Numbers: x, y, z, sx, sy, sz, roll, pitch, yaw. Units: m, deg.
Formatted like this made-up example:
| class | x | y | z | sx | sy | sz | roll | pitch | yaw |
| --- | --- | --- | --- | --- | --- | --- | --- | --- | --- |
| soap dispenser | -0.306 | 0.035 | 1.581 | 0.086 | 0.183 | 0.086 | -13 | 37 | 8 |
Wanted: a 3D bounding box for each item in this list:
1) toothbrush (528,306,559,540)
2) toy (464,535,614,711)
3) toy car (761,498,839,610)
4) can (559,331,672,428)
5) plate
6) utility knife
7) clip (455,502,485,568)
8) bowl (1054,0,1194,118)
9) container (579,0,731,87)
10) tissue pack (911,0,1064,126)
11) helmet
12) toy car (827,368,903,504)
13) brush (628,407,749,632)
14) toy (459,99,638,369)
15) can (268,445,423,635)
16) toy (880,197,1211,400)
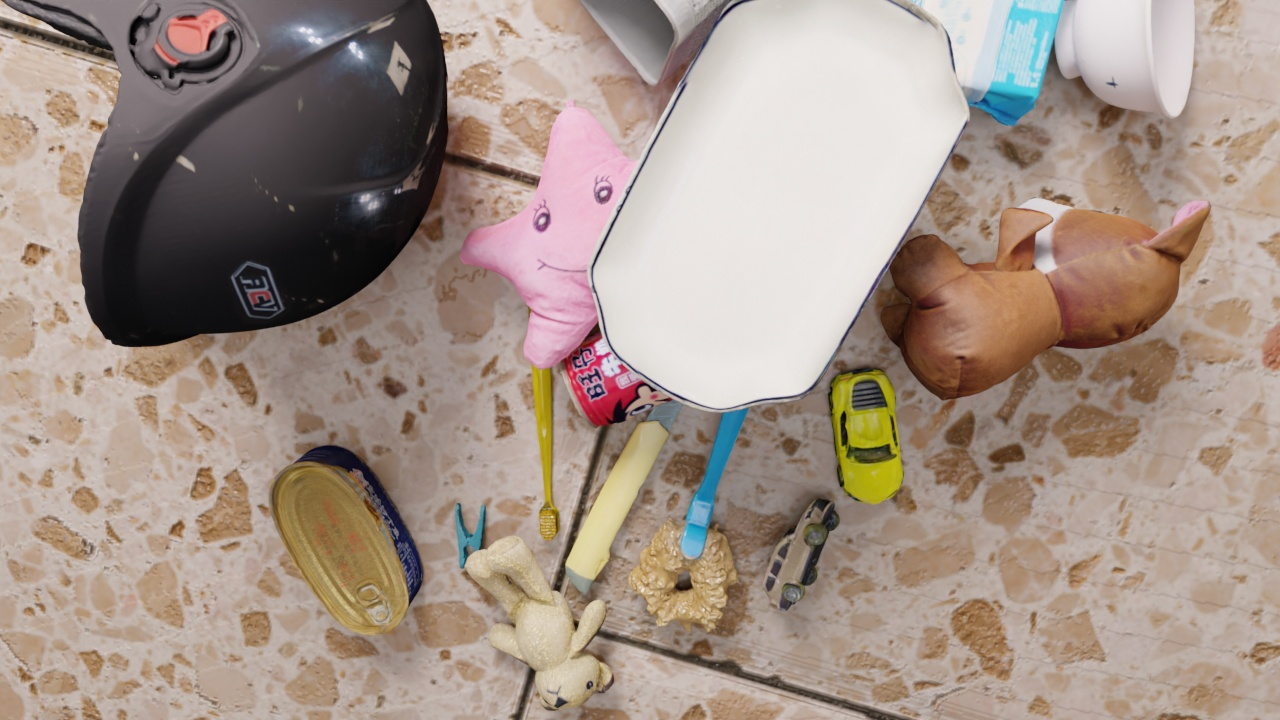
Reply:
| class | x | y | z | sx | sy | sz | roll | pitch | yaw |
| --- | --- | --- | --- | --- | --- | --- | --- | --- | --- |
| toothbrush | -0.074 | 0.047 | 0.697 | 0.016 | 0.016 | 0.190 | -1 | 103 | 3 |
| toy | -0.080 | 0.204 | 0.707 | 0.105 | 0.066 | 0.157 | -23 | 107 | 13 |
| toy car | 0.122 | 0.144 | 0.695 | 0.035 | 0.042 | 0.090 | 26 | 110 | 20 |
| can | -0.004 | 0.004 | 0.658 | 0.094 | 0.066 | 0.066 | -24 | 100 | 8 |
| plate | 0.079 | -0.096 | 0.551 | 0.162 | 0.034 | 0.266 | 29 | 97 | 12 |
| utility knife | -0.007 | 0.089 | 0.702 | 0.031 | 0.021 | 0.207 | 26 | 105 | -7 |
| clip | -0.134 | 0.139 | 0.723 | 0.040 | 0.014 | 0.056 | 2 | 103 | 3 |
| bowl | 0.305 | -0.211 | 0.586 | 0.065 | 0.118 | 0.118 | 3 | 106 | 41 |
| container | 0.030 | -0.251 | 0.573 | 0.114 | 0.090 | 0.090 | -39 | 91 | -10 |
| tissue pack | 0.222 | -0.230 | 0.594 | 0.090 | 0.063 | 0.140 | 11 | 102 | 2 |
| helmet | -0.232 | -0.135 | 0.546 | 0.230 | 0.234 | 0.274 | 2 | 62 | -13 |
| toy car | 0.168 | 0.058 | 0.679 | 0.048 | 0.032 | 0.105 | -8 | 104 | 5 |
| brush | 0.054 | 0.093 | 0.681 | 0.083 | 0.045 | 0.255 | 16 | 109 | 3 |
| toy | -0.039 | -0.092 | 0.634 | 0.195 | 0.074 | 0.178 | -15 | 80 | 16 |
| can | -0.225 | 0.138 | 0.709 | 0.075 | 0.049 | 0.148 | -26 | 100 | 9 |
| toy | 0.264 | -0.049 | 0.612 | 0.199 | 0.140 | 0.130 | -12 | 66 | 4 |
